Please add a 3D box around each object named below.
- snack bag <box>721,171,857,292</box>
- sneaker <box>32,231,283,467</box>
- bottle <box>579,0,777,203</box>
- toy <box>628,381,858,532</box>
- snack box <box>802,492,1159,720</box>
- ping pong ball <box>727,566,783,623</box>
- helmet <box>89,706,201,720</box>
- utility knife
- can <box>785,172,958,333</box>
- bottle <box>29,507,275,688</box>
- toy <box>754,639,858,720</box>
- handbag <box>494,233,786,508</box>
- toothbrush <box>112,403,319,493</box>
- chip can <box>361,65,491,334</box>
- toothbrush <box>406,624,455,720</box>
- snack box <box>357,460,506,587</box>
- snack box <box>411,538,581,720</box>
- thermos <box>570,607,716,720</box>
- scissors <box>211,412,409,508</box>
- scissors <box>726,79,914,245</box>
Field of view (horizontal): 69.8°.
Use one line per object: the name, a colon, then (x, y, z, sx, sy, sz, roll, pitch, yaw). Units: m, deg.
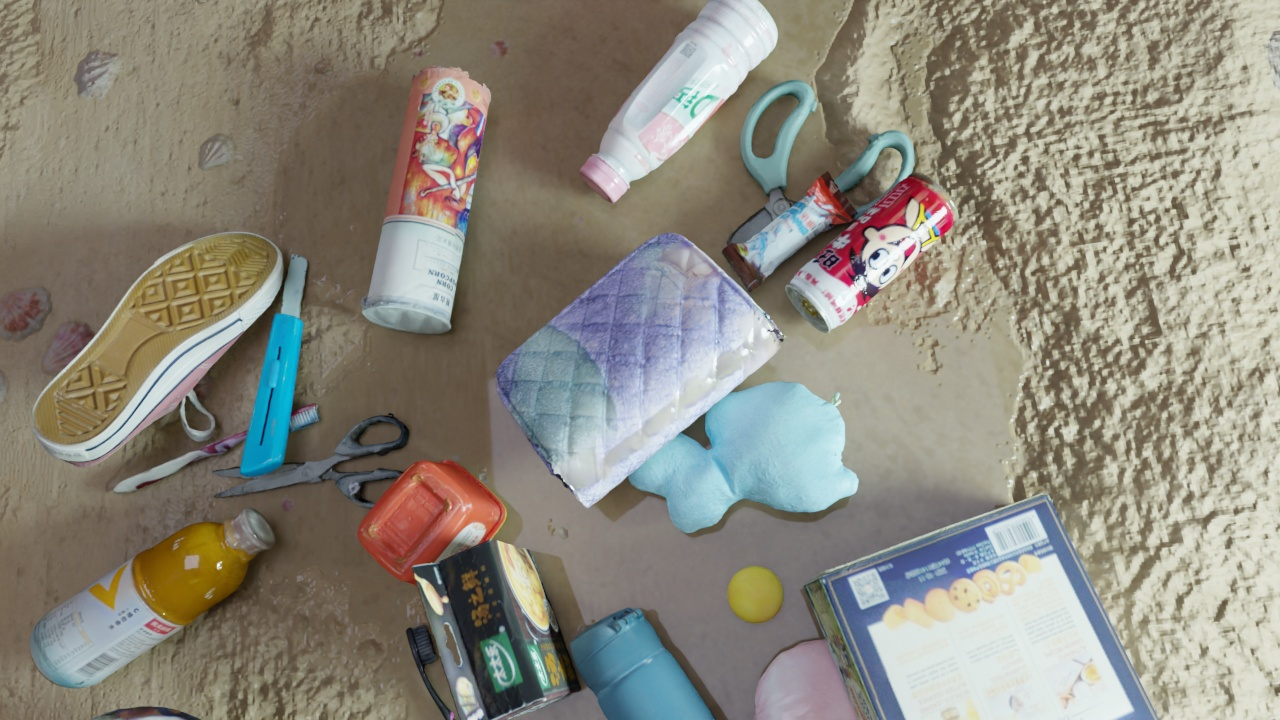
snack bag: (0.116, -0.100, 0.721, 0.104, 0.026, 0.048, -34, 70, 4)
sneaker: (-0.388, -0.007, 0.762, 0.118, 0.088, 0.240, 30, 59, 3)
bottle: (0.027, -0.217, 0.761, 0.068, 0.068, 0.197, 42, 88, 17)
toy: (0.079, 0.067, 0.684, 0.156, 0.050, 0.161, -48, 61, -1)
snack box: (0.224, 0.200, 0.600, 0.177, 0.046, 0.182, -15, 72, -15)
ping pong ball: (0.083, 0.168, 0.660, 0.040, 0.040, 0.040, -2, 75, 8)
helmet: (-0.308, 0.371, 0.614, 0.229, 0.146, 0.258, -21, 65, 1)
utility knife: (-0.303, -0.002, 0.771, 0.034, 0.018, 0.204, -5, 65, 10)
can: (0.176, -0.082, 0.706, 0.132, 0.053, 0.053, -41, 73, -4)
bottle: (-0.376, 0.181, 0.716, 0.189, 0.068, 0.068, -33, 73, -1)
toy: (0.154, 0.248, 0.621, 0.159, 0.054, 0.121, -8, 74, -5)
handbag: (-0.004, 0.004, 0.694, 0.194, 0.075, 0.134, -39, 52, -2)
toothbrush: (-0.355, 0.077, 0.769, 0.187, 0.016, 0.017, -22, 82, 2)
chip can: (-0.176, -0.134, 0.768, 0.071, 0.071, 0.214, 4, 75, 10)
toothbrush: (-0.132, 0.283, 0.678, 0.017, 0.014, 0.189, -25, 73, -11)
snack box: (-0.158, 0.124, 0.690, 0.082, 0.080, 0.091, 38, 83, 16)
snack box: (-0.096, 0.189, 0.638, 0.053, 0.126, 0.113, -24, 72, 2)
thermos: (0.031, 0.272, 0.630, 0.070, 0.070, 0.220, -37, 72, -2)
scissors: (-0.267, 0.097, 0.750, 0.170, 0.014, 0.150, -44, 72, -4)
scissors: (0.125, -0.160, 0.754, 0.175, 0.019, 0.176, -34, 74, 2)
